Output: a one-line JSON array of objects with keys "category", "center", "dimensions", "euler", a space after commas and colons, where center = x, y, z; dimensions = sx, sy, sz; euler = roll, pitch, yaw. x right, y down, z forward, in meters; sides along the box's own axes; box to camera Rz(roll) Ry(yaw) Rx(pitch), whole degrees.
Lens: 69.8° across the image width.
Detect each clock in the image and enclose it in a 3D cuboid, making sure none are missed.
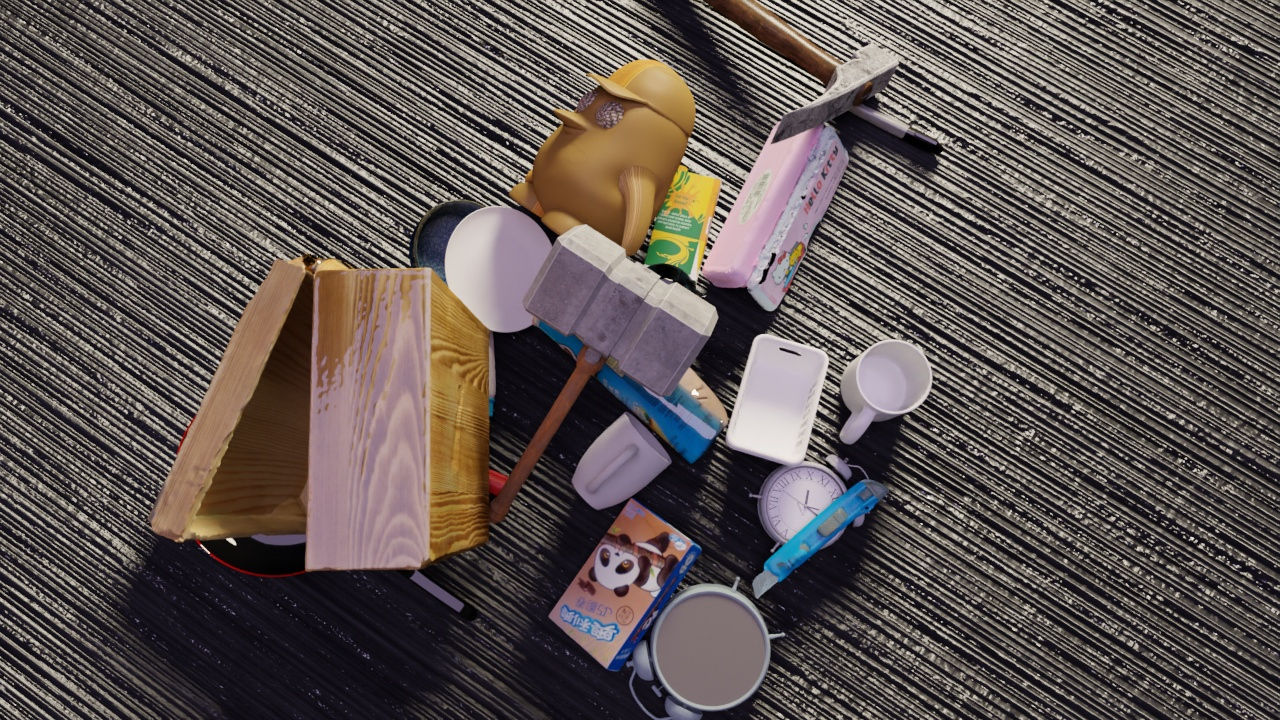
[{"category": "clock", "center": [0.061, 0.299, 0.934], "dimensions": [0.159, 0.045, 0.122], "euler": [-39, 81, -4]}, {"category": "clock", "center": [0.181, 0.147, 0.953], "dimensions": [0.122, 0.035, 0.094], "euler": [-21, 82, 1]}]

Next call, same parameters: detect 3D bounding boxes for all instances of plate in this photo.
[{"category": "plate", "center": [-0.149, -0.097, 0.983], "dimensions": [0.134, 0.011, 0.134], "euler": [1, 88, -36]}]

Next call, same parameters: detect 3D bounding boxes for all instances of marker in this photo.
[{"category": "marker", "center": [-0.212, 0.109, 0.987], "dimensions": [0.145, 0.021, 0.023], "euler": [21, 61, 6]}, {"category": "marker", "center": [0.272, -0.264, 1.013], "dimensions": [0.138, 0.022, 0.016], "euler": [28, 90, 6]}]

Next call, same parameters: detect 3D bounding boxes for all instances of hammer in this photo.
[{"category": "hammer", "center": [-0.077, 0.044, 0.907], "dimensions": [0.163, 0.082, 0.318], "euler": [33, 111, 0]}, {"category": "hammer", "center": [0.105, -0.355, 0.986], "dimensions": [0.300, 0.037, 0.217], "euler": [41, 50, 16]}]

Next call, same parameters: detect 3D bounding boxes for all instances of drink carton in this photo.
[{"category": "drink carton", "center": [0.046, -0.146, 0.999], "dimensions": [0.058, 0.041, 0.122], "euler": [14, 84, 5]}]

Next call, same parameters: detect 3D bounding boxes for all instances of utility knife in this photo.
[{"category": "utility knife", "center": [0.178, 0.177, 0.924], "dimensions": [0.173, 0.015, 0.031], "euler": [-41, 78, -1]}]

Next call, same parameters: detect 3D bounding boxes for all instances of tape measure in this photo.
[{"category": "tape measure", "center": [0.025, -0.065, 0.967], "dimensions": [0.072, 0.072, 0.042], "euler": [37, 43, -10]}]

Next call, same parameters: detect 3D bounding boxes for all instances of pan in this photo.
[{"category": "pan", "center": [-0.316, 0.161, 0.963], "dimensions": [0.356, 0.067, 0.208], "euler": [35, 84, 0]}]

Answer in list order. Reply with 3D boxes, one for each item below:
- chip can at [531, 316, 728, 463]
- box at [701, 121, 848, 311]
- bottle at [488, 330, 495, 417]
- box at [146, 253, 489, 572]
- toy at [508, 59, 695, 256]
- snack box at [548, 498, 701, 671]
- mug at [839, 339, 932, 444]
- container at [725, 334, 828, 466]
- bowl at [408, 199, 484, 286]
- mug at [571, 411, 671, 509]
[{"category": "chip can", "center": [-0.006, 0.006, 0.965], "dimensions": [0.229, 0.080, 0.080], "euler": [42, 86, 7]}, {"category": "box", "center": [0.158, -0.154, 0.985], "dimensions": [0.095, 0.088, 0.202], "euler": [29, 84, -22]}, {"category": "bottle", "center": [-0.181, 0.019, 0.982], "dimensions": [0.051, 0.051, 0.146], "euler": [-5, 82, 2]}, {"category": "box", "center": [-0.256, 0.045, 0.813], "dimensions": [0.215, 0.279, 0.257], "euler": [1, 82, 2]}, {"category": "toy", "center": [-0.028, -0.217, 0.948], "dimensions": [0.203, 0.162, 0.198], "euler": [-55, 48, 7]}, {"category": "snack box", "center": [-0.016, 0.228, 0.938], "dimensions": [0.087, 0.034, 0.151], "euler": [33, 84, 32]}, {"category": "mug", "center": [0.239, 0.038, 0.937], "dimensions": [0.074, 0.090, 0.110], "euler": [33, 85, 7]}, {"category": "container", "center": [0.140, 0.046, 0.952], "dimensions": [0.081, 0.050, 0.129], "euler": [17, 70, 5]}, {"category": "bowl", "center": [-0.203, -0.112, 0.990], "dimensions": [0.114, 0.061, 0.114], "euler": [2, 87, -38]}, {"category": "mug", "center": [-0.027, 0.109, 0.934], "dimensions": [0.089, 0.107, 0.071], "euler": [-43, 85, 5]}]
